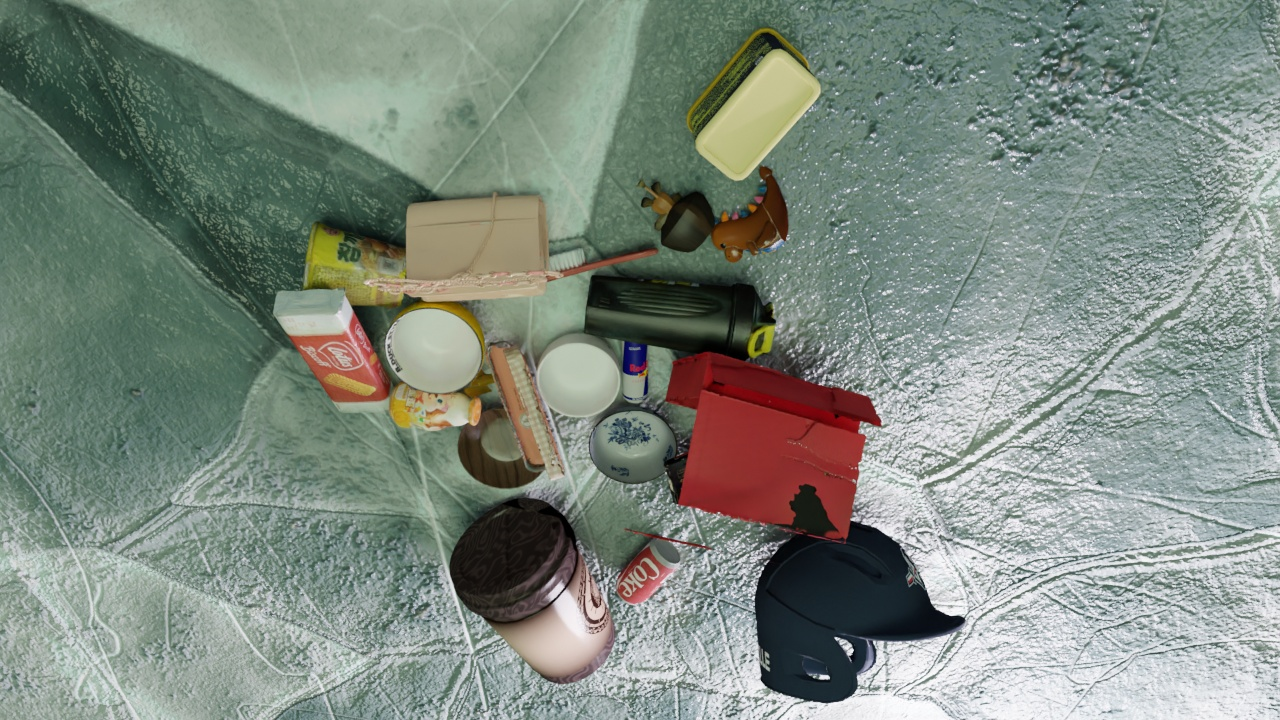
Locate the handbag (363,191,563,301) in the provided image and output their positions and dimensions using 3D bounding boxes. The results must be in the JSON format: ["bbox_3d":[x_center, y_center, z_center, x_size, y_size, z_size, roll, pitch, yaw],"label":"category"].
[{"bbox_3d":[-0.177,-0.133,0.979,0.199,0.187,0.116,-3,87,5],"label":"handbag"}]

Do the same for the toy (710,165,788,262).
[{"bbox_3d":[0.122,-0.166,1.049,0.090,0.070,0.103,-7,97,18],"label":"toy"}]

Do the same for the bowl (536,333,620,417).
[{"bbox_3d":[-0.076,0.013,1.137,0.105,0.054,0.105,-1,118,-2],"label":"bowl"}]

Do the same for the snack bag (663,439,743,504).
[{"bbox_3d":[0.107,0.135,1.199,0.155,0.018,0.075,-19,126,-9],"label":"snack bag"}]

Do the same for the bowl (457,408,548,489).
[{"bbox_3d":[-0.177,0.109,1.199,0.119,0.032,0.119,-1,114,-2],"label":"bowl"}]

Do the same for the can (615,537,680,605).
[{"bbox_3d":[0.009,0.299,1.298,0.054,0.054,0.097,33,114,-17],"label":"can"}]

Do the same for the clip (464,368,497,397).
[{"bbox_3d":[-0.202,0.019,1.148,0.045,0.054,0.048,-5,96,25],"label":"clip"}]

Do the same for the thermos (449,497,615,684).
[{"bbox_3d":[-0.135,0.323,1.253,0.173,0.172,0.226,-19,124,10],"label":"thermos"}]

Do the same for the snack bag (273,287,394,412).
[{"bbox_3d":[-0.352,-0.006,1.079,0.077,0.041,0.225,-2,150,2],"label":"snack bag"}]

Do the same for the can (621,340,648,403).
[{"bbox_3d":[-0.007,0.007,1.145,0.032,0.032,0.095,-1,119,0],"label":"can"}]

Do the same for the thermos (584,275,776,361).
[{"bbox_3d":[0.047,-0.051,1.080,0.221,0.098,0.098,8,119,0],"label":"thermos"}]

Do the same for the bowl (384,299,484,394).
[{"bbox_3d":[-0.243,-0.025,1.106,0.117,0.067,0.117,0,119,0],"label":"bowl"}]

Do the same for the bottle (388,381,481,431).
[{"bbox_3d":[-0.256,0.058,1.150,0.109,0.063,0.063,7,119,6],"label":"bottle"}]

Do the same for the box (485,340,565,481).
[{"bbox_3d":[-0.142,0.065,1.132,0.079,0.054,0.187,1,118,37],"label":"box"}]

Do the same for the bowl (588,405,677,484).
[{"bbox_3d":[-0.010,0.101,1.191,0.114,0.045,0.114,0,119,0],"label":"bowl"}]

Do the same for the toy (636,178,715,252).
[{"bbox_3d":[0.036,-0.168,1.036,0.100,0.063,0.076,36,76,-13],"label":"toy"}]

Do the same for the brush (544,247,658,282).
[{"bbox_3d":[-0.065,-0.118,1.074,0.172,0.041,0.030,-13,101,7],"label":"brush"}]

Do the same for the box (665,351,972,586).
[{"bbox_3d":[0.171,0.086,0.978,0.211,0.409,0.107,16,104,-16],"label":"box"}]

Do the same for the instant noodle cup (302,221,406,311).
[{"bbox_3d":[-0.325,-0.103,1.053,0.108,0.102,0.102,7,119,-15],"label":"instant noodle cup"}]

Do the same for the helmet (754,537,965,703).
[{"bbox_3d":[0.286,0.326,1.215,0.273,0.232,0.223,3,82,21],"label":"helmet"}]

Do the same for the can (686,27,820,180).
[{"bbox_3d":[0.115,-0.265,0.952,0.075,0.104,0.135,35,113,-18],"label":"can"}]
